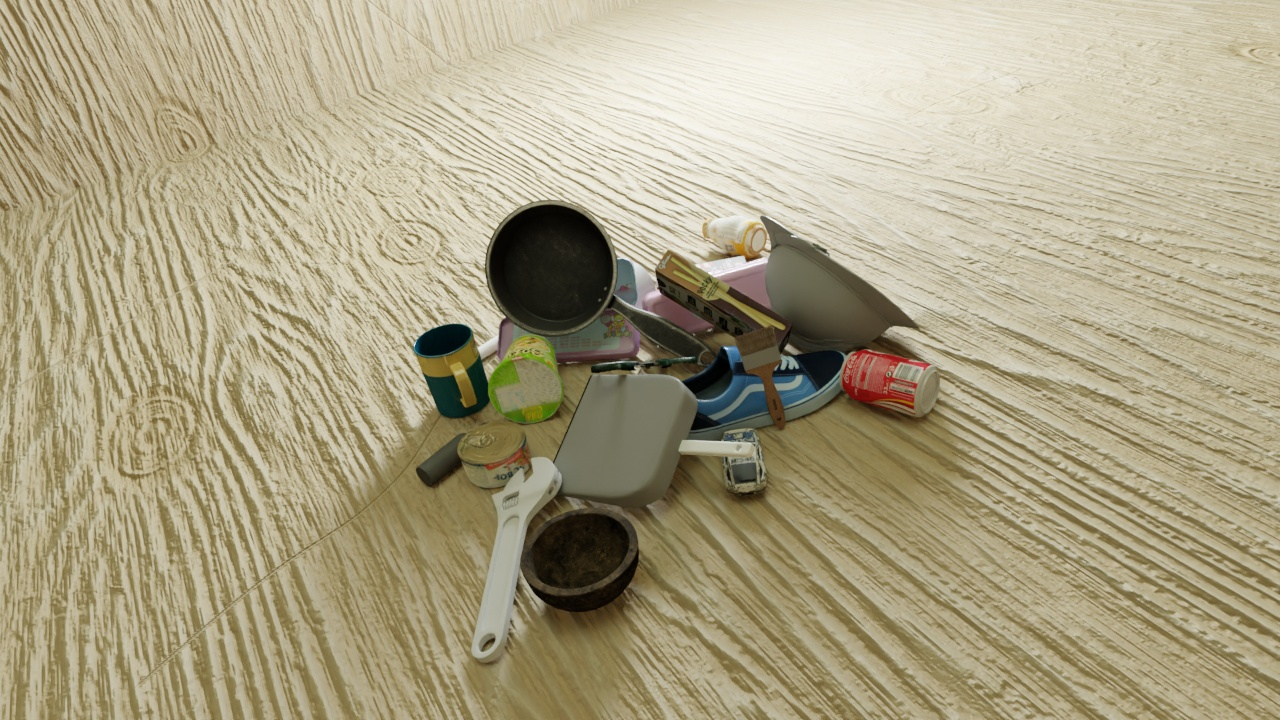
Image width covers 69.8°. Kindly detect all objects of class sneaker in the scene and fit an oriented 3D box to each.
[{"bbox_3d":[0.149,0.020,1.124,0.241,0.098,0.083,-19,34,-11],"label":"sneaker"}]

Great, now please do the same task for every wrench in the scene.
[{"bbox_3d":[-0.135,0.206,0.998,0.087,0.018,0.272,-22,32,17],"label":"wrench"}]

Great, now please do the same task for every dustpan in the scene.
[{"bbox_3d":[0.014,0.091,1.048,0.258,0.033,0.162,-2,56,42],"label":"dustpan"}]

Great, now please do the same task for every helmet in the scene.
[{"bbox_3d":[0.229,-0.079,1.221,0.271,0.183,0.118,41,99,36],"label":"helmet"}]

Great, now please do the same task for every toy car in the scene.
[{"bbox_3d":[0.117,0.111,1.053,0.048,0.041,0.112,-8,33,5],"label":"toy car"}]

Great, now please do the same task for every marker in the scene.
[{"bbox_3d":[-0.228,-0.019,1.382,0.020,0.020,0.141,21,46,40],"label":"marker"}]

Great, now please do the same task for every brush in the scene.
[{"bbox_3d":[0.151,0.025,1.076,0.045,0.143,0.008,-19,32,5],"label":"brush"}]

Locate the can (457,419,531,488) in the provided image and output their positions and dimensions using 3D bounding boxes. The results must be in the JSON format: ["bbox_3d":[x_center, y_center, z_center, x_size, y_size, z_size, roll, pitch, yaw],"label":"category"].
[{"bbox_3d":[-0.181,0.116,1.141,0.086,0.043,0.086,-9,33,5],"label":"can"}]

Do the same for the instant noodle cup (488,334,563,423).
[{"bbox_3d":[-0.151,0.018,1.242,0.099,0.099,0.107,-11,24,3],"label":"instant noodle cup"}]

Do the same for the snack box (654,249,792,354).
[{"bbox_3d":[0.108,-0.070,1.202,0.186,0.101,0.031,32,81,11],"label":"snack box"}]

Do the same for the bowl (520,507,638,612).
[{"bbox_3d":[-0.057,0.213,0.942,0.121,0.056,0.121,-9,33,6],"label":"bowl"}]

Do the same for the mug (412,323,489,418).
[{"bbox_3d":[-0.251,0.022,1.248,0.083,0.107,0.113,-21,34,-17],"label":"mug"}]

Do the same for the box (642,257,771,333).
[{"bbox_3d":[0.096,-0.092,1.336,0.201,0.087,0.102,-18,21,-8],"label":"box"}]

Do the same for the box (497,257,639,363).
[{"bbox_3d":[-0.106,-0.070,1.326,0.214,0.150,0.048,-3,0,14],"label":"box"}]

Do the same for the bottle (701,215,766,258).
[{"bbox_3d":[0.151,-0.206,1.495,0.063,0.063,0.109,-35,39,-31],"label":"bottle"}]

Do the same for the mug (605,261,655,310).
[{"bbox_3d":[-0.039,-0.108,1.381,0.113,0.084,0.070,37,49,15],"label":"mug"}]

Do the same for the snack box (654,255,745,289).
[{"bbox_3d":[0.096,-0.124,1.419,0.141,0.032,0.051,-10,33,4],"label":"snack box"}]

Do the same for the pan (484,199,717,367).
[{"bbox_3d":[-0.049,-0.086,1.262,0.357,0.187,0.055,29,13,4],"label":"pan"}]

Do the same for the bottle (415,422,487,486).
[{"bbox_3d":[-0.234,0.115,1.172,0.030,0.030,0.112,16,43,36],"label":"bottle"}]

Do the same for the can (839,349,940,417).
[{"bbox_3d":[0.298,0.025,1.098,0.105,0.064,0.064,16,43,37],"label":"can"}]

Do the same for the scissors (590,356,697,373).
[{"bbox_3d":[-0.011,0.007,1.180,0.146,0.015,0.210,-7,-1,-10],"label":"scissors"}]
